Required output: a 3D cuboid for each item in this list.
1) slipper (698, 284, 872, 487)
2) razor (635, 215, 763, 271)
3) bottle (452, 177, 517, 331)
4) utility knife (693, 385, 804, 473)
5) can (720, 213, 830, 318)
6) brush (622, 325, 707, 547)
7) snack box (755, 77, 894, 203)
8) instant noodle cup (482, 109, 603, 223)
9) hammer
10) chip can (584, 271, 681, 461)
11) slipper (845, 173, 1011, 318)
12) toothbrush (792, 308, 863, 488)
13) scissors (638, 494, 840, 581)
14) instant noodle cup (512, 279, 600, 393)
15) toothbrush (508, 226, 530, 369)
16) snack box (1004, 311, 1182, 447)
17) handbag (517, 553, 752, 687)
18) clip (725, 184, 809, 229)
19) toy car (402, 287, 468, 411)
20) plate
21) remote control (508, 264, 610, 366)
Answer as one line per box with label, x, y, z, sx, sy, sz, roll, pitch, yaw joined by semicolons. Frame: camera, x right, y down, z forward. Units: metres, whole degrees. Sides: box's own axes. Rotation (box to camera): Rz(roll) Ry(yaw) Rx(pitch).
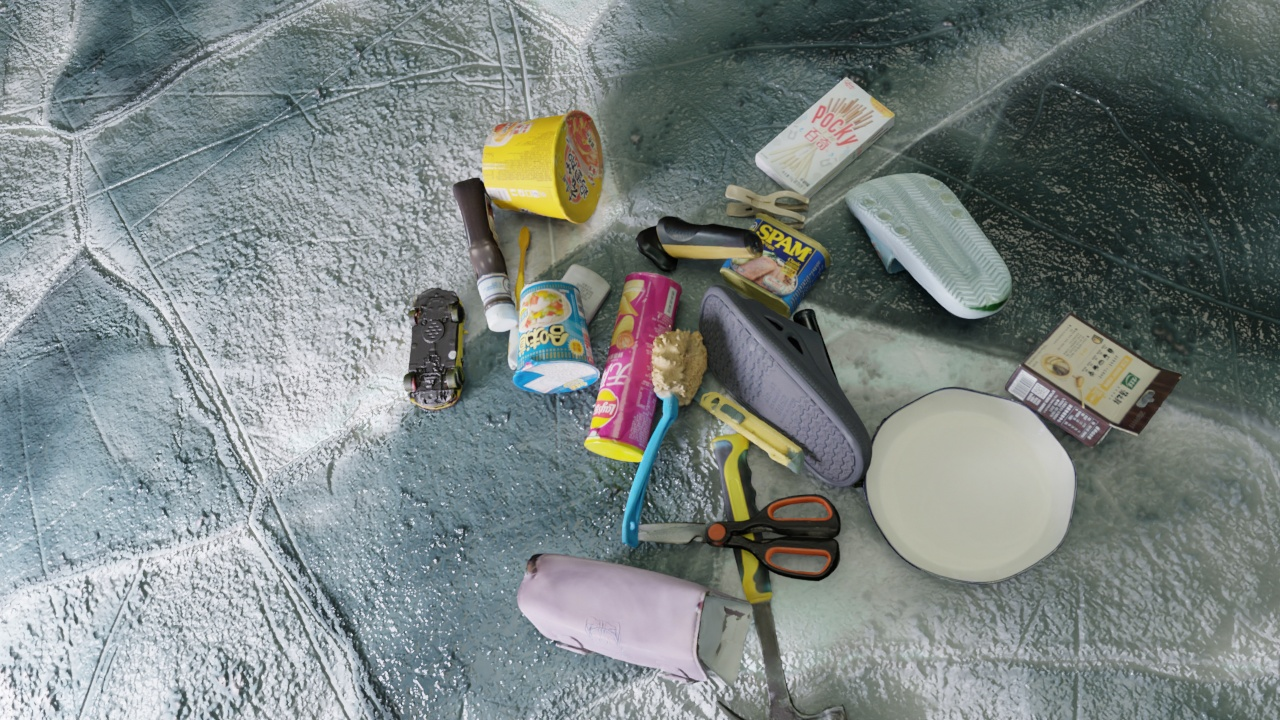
slipper;0.165;0.021;1.008;0.083;0.111;0.268;-23;61;-34
razor;0.070;-0.134;1.071;0.168;0.062;0.068;9;115;43
bottle;-0.190;-0.129;1.137;0.044;0.080;0.194;-16;69;-1
utility knife;0.102;0.063;1.022;0.030;0.022;0.211;-39;47;-22
can;0.156;-0.110;1.071;0.102;0.057;0.083;32;81;21
brush;0.020;0.077;0.999;0.046;0.083;0.254;5;69;34
snack box;0.227;-0.272;1.132;0.156;0.027;0.084;-42;67;-4
instant noodle cup;-0.123;-0.240;1.142;0.110;0.138;0.137;5;71;23
hammer;0.119;0.233;0.964;0.126;0.032;0.322;-12;68;6
chip can;-0.006;0.006;1.053;0.071;0.071;0.210;8;71;14
slipper;0.324;-0.128;1.030;0.104;0.074;0.245;-22;50;-6
toothbrush;0.211;0.041;1.019;0.027;0.026;0.212;-4;66;-22
scissors;0.097;0.171;0.969;0.235;0.022;0.141;19;65;24
instant noodle cup;-0.100;-0.030;1.055;0.099;0.099;0.109;-9;68;8
toothbrush;-0.150;-0.079;1.146;0.016;0.018;0.191;-1;72;9
snack box;0.461;0.022;0.939;0.125;0.053;0.113;40;58;22
handbag;-0.006;0.251;0.903;0.197;0.145;0.098;7;67;28
clip;0.152;-0.187;1.108;0.100;0.071;0.034;13;73;13
toy car;-0.249;-0.015;1.127;0.071;0.041;0.155;-6;70;9
plate;0.336;0.130;0.950;0.205;0.045;0.204;-4;68;11
remote control;-0.097;-0.045;1.115;0.058;0.021;0.150;32;78;7
